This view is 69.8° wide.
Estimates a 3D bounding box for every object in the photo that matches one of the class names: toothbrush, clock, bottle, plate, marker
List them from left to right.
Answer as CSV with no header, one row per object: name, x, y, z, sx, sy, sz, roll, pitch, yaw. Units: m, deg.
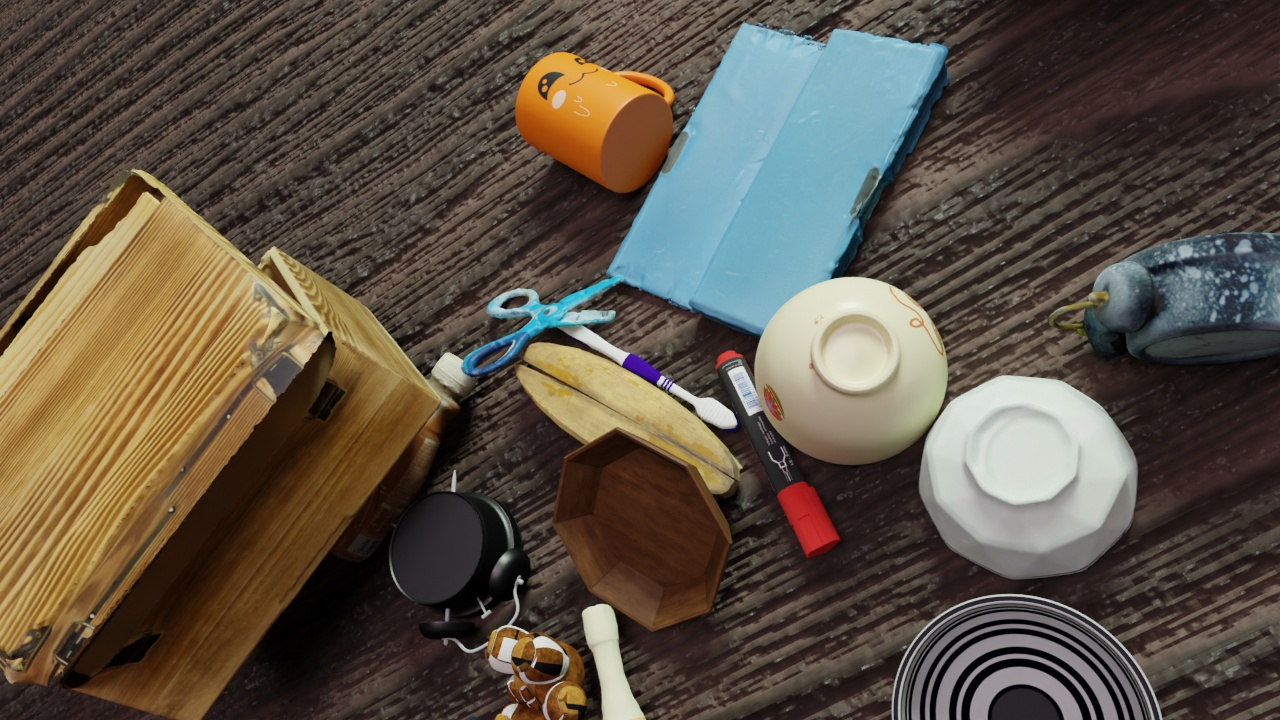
bottle,-0.181,0.069,0.686,0.059,0.059,0.167,35,88,31
clock,-0.126,0.143,0.642,0.091,0.042,0.120,-39,60,7
bottle,-0.005,0.237,0.548,0.045,0.045,0.184,-24,63,15
toothbrush,-0.004,0.004,0.652,0.187,0.016,0.015,31,85,33
plate,0.003,0.103,0.575,0.131,0.025,0.131,12,112,32
marker,0.085,0.055,0.587,0.024,0.021,0.145,-43,56,31
clock,0.286,-0.030,0.486,0.130,0.090,0.052,-2,76,21

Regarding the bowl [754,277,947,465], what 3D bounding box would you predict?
bowl,0.125,0.000,0.540,0.118,0.074,0.118,-2,80,10

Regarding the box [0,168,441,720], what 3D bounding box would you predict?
box,-0.323,0.053,0.626,0.279,0.220,0.259,-52,37,-2

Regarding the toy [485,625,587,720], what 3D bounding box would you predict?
toy,-0.063,0.226,0.567,0.087,0.067,0.112,-18,59,60

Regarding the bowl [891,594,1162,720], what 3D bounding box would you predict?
bowl,0.193,0.182,0.462,0.120,0.066,0.120,-9,68,22

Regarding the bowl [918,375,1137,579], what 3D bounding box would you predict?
bowl,0.210,0.058,0.505,0.118,0.061,0.117,-9,68,21

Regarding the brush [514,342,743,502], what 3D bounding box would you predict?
brush,-0.011,0.040,0.626,0.195,0.043,0.059,29,84,32

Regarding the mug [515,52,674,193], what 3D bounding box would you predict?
mug,-0.024,-0.192,0.709,0.112,0.078,0.096,-37,54,-28

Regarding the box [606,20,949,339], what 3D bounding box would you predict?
box,0.090,-0.133,0.652,0.175,0.033,0.231,23,83,32

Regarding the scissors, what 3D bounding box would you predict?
scissors,-0.076,-0.024,0.667,0.137,0.012,0.127,4,43,36

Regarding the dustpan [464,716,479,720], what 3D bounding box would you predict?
dustpan,-0.068,0.318,0.487,0.273,0.080,0.236,-42,72,11
